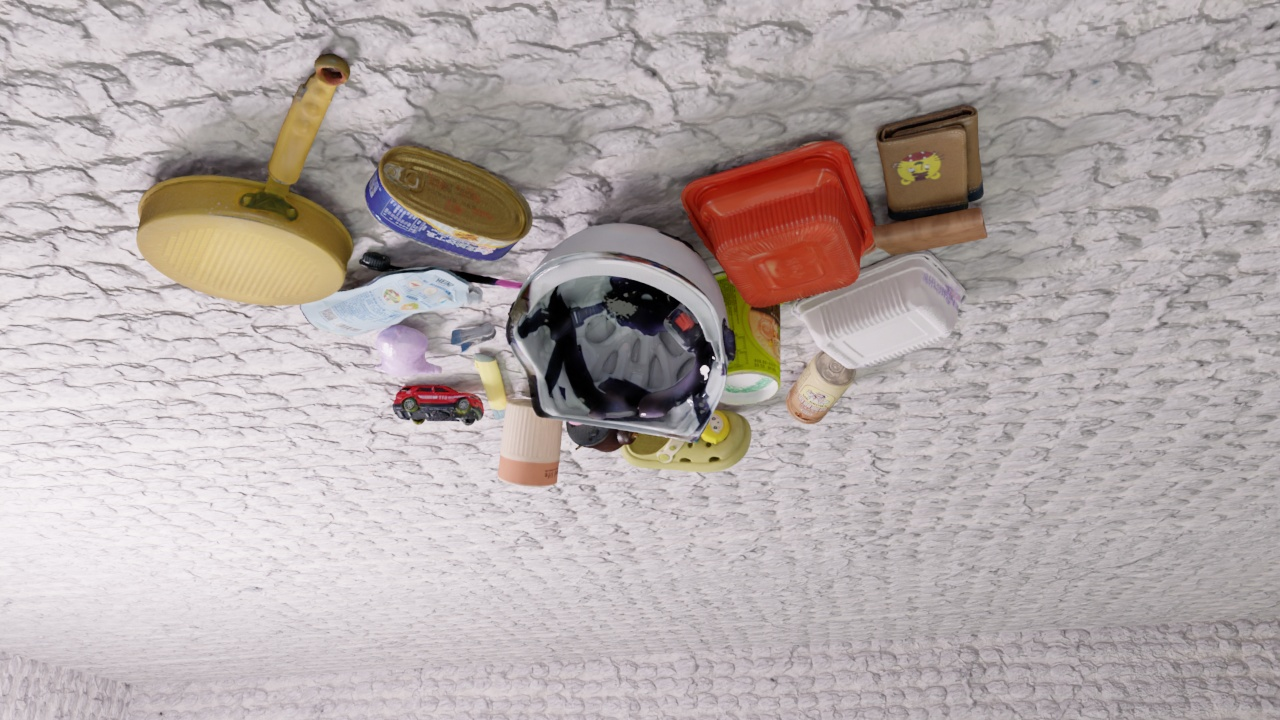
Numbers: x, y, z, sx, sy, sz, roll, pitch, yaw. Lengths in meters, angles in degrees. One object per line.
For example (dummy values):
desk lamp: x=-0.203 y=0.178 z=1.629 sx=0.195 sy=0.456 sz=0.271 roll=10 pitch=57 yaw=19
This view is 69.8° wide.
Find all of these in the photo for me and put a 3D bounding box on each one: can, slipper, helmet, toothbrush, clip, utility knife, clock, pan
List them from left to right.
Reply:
pan: x=-0.340 y=-0.153 z=0.845 sx=0.197 sy=0.078 sz=0.359 roll=14 pitch=154 yaw=-32
can: x=-0.175 y=-0.142 z=0.843 sx=0.148 sy=0.074 sz=0.049 roll=17 pitch=150 yaw=-29
toothbrush: x=-0.205 y=-0.094 z=0.989 sx=0.189 sy=0.014 sz=0.018 roll=8 pitch=140 yaw=-17
clip: x=-0.197 y=-0.029 z=1.097 sx=0.058 sy=0.027 sz=0.045 roll=-13 pitch=142 yaw=19
utility knife: x=-0.197 y=0.040 z=1.226 sx=0.031 sy=0.020 sz=0.188 roll=3 pitch=145 yaw=1
clock: x=-0.044 y=0.081 z=1.245 sx=0.122 sy=0.082 sz=0.055 roll=-16 pitch=152 yaw=27
helmet: x=-0.010 y=-0.045 z=0.943 sx=0.229 sy=0.145 sz=0.259 roll=5 pitch=133 yaw=11
slipper: x=0.059 y=0.107 z=1.293 sx=0.191 sy=0.091 sz=0.082 roll=-5 pitch=149 yaw=13
can: x=0.234 y=0.035 z=1.199 sx=0.058 sy=0.058 sz=0.116 roll=4 pitch=151 yaw=-10

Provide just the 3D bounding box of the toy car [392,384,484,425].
toy car: x=-0.269 y=0.058 z=1.229 sx=0.120 sy=0.045 sz=0.053 roll=4 pitch=153 yaw=1

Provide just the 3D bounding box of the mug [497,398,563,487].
mug: x=-0.149 y=0.108 z=1.257 sx=0.081 sy=0.106 sz=0.114 roll=6 pitch=-174 yaw=-6

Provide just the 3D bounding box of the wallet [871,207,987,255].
wallet: x=0.288 y=-0.124 z=0.908 sx=0.101 sy=0.020 sz=0.115 roll=-8 pitch=176 yaw=22

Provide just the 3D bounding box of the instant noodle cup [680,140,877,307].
instant noodle cup: x=0.142 y=-0.118 z=0.896 sx=0.165 sy=0.079 sz=0.189 roll=-14 pitch=149 yaw=21

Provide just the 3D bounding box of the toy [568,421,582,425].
toy: x=-0.006 y=0.006 z=1.096 sx=0.194 sy=0.074 sz=0.179 roll=-1 pitch=125 yaw=2

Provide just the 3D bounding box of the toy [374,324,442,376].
toy: x=-0.285 y=-0.009 z=1.112 sx=0.084 sy=0.038 sz=0.108 roll=2 pitch=151 yaw=-8

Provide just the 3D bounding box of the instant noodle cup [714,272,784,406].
instant noodle cup: x=0.112 y=-0.019 z=1.027 sx=0.111 sy=0.123 sz=0.112 roll=-2 pitch=151 yaw=-1

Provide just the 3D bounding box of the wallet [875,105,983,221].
wallet: x=0.268 y=-0.178 z=0.844 sx=0.090 sy=0.033 sz=0.115 roll=-10 pitch=147 yaw=16

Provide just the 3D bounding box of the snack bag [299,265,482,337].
snack bag: x=-0.268 y=-0.065 z=0.995 sx=0.191 sy=0.038 sz=0.110 roll=-13 pitch=153 yaw=28

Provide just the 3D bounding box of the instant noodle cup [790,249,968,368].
instant noodle cup: x=0.276 y=-0.048 z=1.052 sx=0.174 sy=0.060 sz=0.138 roll=-24 pitch=144 yaw=33
